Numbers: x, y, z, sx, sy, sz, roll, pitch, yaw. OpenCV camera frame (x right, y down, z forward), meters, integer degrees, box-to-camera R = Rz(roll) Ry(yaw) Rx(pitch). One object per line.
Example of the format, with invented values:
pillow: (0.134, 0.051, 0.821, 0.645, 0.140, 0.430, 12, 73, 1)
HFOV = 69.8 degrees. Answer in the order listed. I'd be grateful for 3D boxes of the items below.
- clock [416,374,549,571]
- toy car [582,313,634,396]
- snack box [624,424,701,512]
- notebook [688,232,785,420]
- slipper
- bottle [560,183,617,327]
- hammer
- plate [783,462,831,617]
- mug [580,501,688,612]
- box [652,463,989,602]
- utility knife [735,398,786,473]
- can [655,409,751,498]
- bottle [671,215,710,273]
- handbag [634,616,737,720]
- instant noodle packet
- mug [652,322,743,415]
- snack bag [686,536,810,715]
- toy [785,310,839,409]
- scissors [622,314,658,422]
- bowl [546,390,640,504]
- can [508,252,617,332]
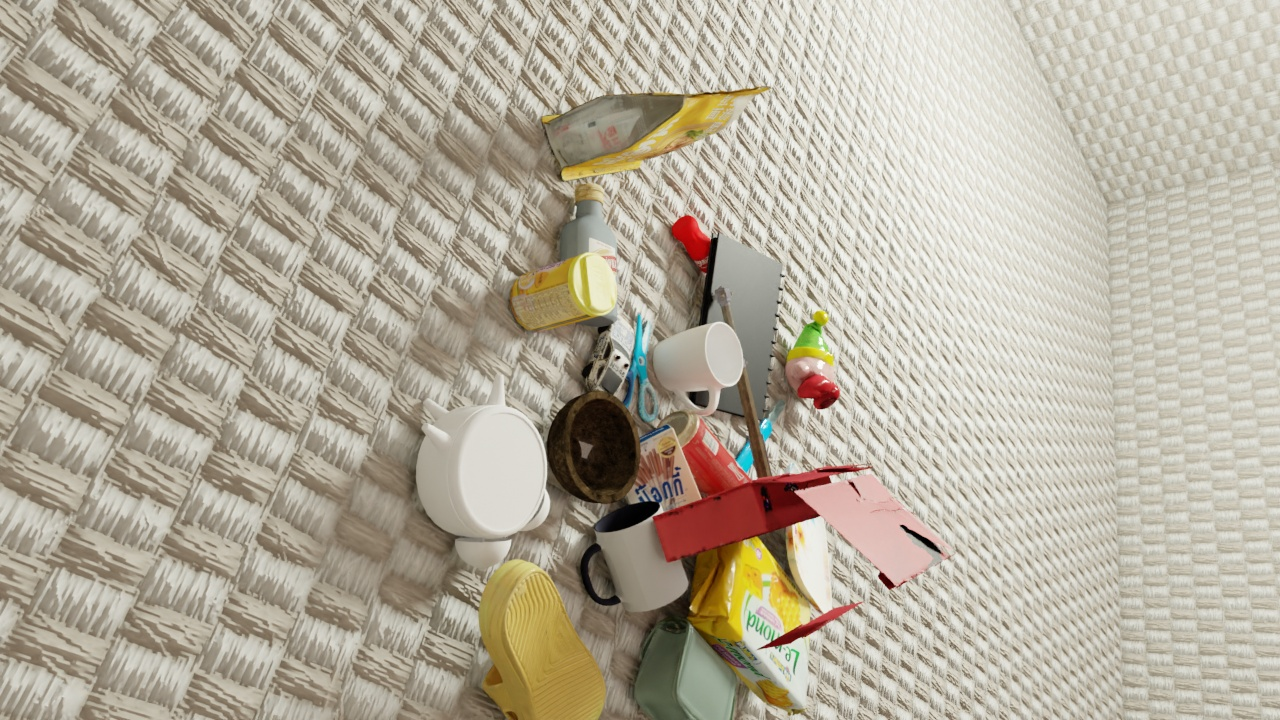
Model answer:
clock: (-0.155, 0.108, 0.881, 0.125, 0.073, 0.161, -39, 118, -48)
toy car: (-0.031, -0.005, 1.071, 0.048, 0.041, 0.112, 44, 49, -36)
snack box: (0.026, 0.159, 1.076, 0.082, 0.026, 0.150, -24, 102, -11)
notebook: (0.138, -0.041, 1.271, 0.169, 0.019, 0.231, 16, 80, -47)
slipper: (-0.106, 0.287, 0.872, 0.099, 0.078, 0.264, -53, 141, -40)
bottle: (-0.059, -0.124, 1.062, 0.072, 0.046, 0.161, 15, 69, -48)
hammer: (0.141, 0.057, 1.203, 0.147, 0.028, 0.317, -31, 108, -82)
plate: (0.234, 0.255, 1.297, 0.187, 0.016, 0.186, 54, 30, -45)
mug: (-0.013, 0.223, 1.016, 0.111, 0.079, 0.097, -23, 100, -22)
box: (0.194, 0.162, 0.976, 0.210, 0.316, 0.124, 3, 89, -57)
utility knife: (0.164, 0.118, 1.295, 0.208, 0.015, 0.031, -48, 121, -41)
can: (0.084, 0.135, 1.153, 0.170, 0.067, 0.067, 50, 47, -30)
bottle: (0.088, -0.146, 1.253, 0.119, 0.036, 0.036, 48, 48, -32)
handbag: (0.054, 0.371, 1.055, 0.122, 0.067, 0.105, 52, 41, -31)
instant noodle packet: (0.023, -0.278, 1.064, 0.162, 0.222, 0.084, -21, 100, -49)
mug: (0.070, 0.015, 1.149, 0.080, 0.088, 0.114, 19, 66, -46)
snack bag: (0.138, 0.318, 1.155, 0.247, 0.068, 0.159, 52, 35, -29)
toy: (0.269, 0.001, 1.399, 0.124, 0.097, 0.131, 24, 41, -49)
scissors: (-0.009, 0.003, 1.120, 0.090, 0.014, 0.141, 13, 73, -46)
bowl: (-0.060, 0.097, 0.997, 0.121, 0.056, 0.121, 16, 69, -47)
can: (-0.082, -0.071, 0.974, 0.067, 0.105, 0.067, 16, 69, -47)
